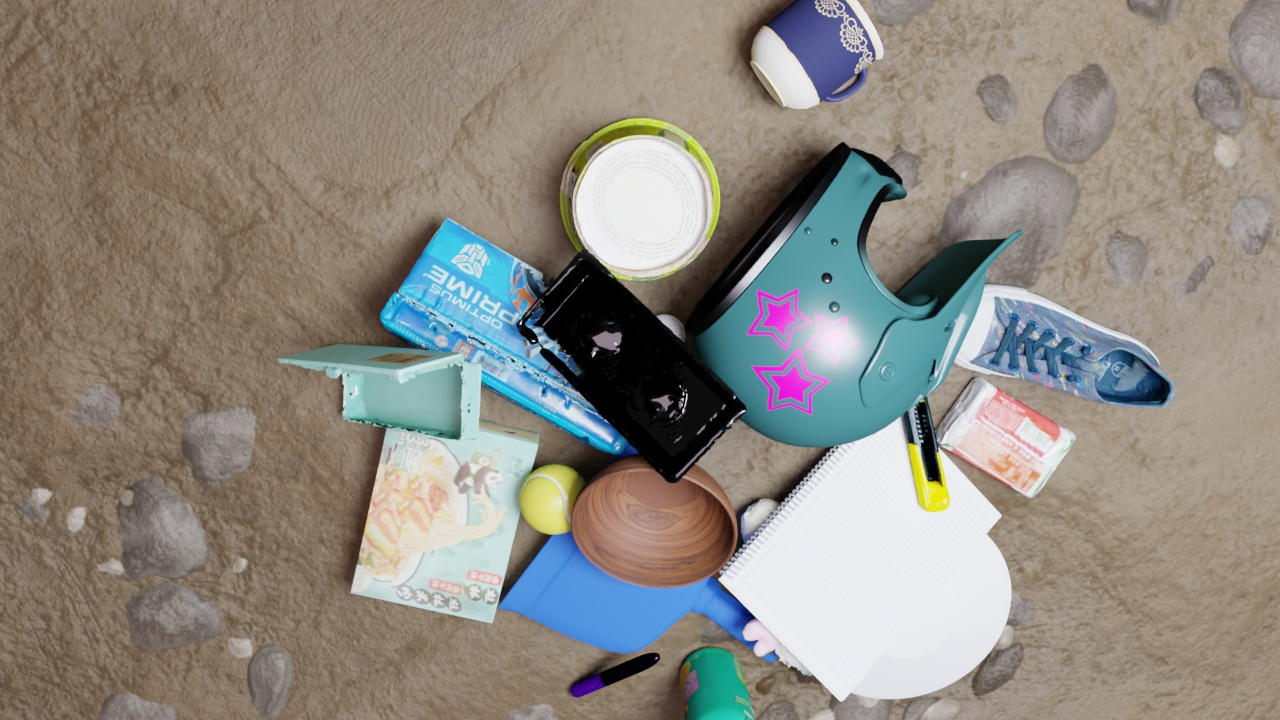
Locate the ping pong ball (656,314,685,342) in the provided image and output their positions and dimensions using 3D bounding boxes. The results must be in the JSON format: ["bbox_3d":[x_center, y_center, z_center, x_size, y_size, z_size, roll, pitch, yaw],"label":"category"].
[{"bbox_3d":[0.022,-0.023,0.862,0.040,0.040,0.040,0,104,-2],"label":"ping pong ball"}]

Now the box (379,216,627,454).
[{"bbox_3d":[-0.103,-0.019,0.844,0.243,0.094,0.115,31,81,-9],"label":"box"}]

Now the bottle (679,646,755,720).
[{"bbox_3d":[0.078,0.356,0.871,0.068,0.209,0.068,0,104,-2],"label":"bottle"}]

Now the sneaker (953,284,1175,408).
[{"bbox_3d":[0.390,-0.010,0.858,0.235,0.079,0.087,16,103,-6],"label":"sneaker"}]

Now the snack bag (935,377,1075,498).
[{"bbox_3d":[0.356,0.075,0.901,0.116,0.036,0.077,30,102,-9],"label":"snack bag"}]

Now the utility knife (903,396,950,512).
[{"bbox_3d":[0.270,0.062,0.889,0.028,0.020,0.172,-14,92,-15],"label":"utility knife"}]

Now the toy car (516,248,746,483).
[{"bbox_3d":[-0.005,0.005,0.781,0.191,0.071,0.094,44,97,8],"label":"toy car"}]

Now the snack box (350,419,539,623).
[{"bbox_3d":[-0.190,0.149,0.896,0.141,0.044,0.194,14,101,-7],"label":"snack box"}]

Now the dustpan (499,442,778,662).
[{"bbox_3d":[0.034,0.224,0.916,0.257,0.059,0.246,37,100,0],"label":"dustpan"}]

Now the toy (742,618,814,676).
[{"bbox_3d":[0.152,0.262,0.908,0.109,0.041,0.096,19,93,-21],"label":"toy"}]

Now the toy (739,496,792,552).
[{"bbox_3d":[0.133,0.179,0.910,0.112,0.050,0.087,-38,103,-12],"label":"toy"}]

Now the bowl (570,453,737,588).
[{"bbox_3d":[0.015,0.131,0.832,0.147,0.068,0.147,4,126,5],"label":"bowl"}]

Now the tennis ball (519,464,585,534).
[{"bbox_3d":[-0.080,0.129,0.856,0.065,0.065,0.065,0,104,-2],"label":"tennis ball"}]

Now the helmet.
[{"bbox_3d":[0.184,-0.046,0.798,0.200,0.176,0.274,40,89,-6],"label":"helmet"}]

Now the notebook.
[{"bbox_3d":[0.216,0.178,0.890,0.178,0.013,0.245,46,80,-7],"label":"notebook"}]

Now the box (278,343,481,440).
[{"bbox_3d":[-0.230,0.024,0.785,0.188,0.092,0.077,5,92,41],"label":"box"}]

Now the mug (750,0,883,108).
[{"bbox_3d":[0.151,-0.259,0.794,0.089,0.085,0.112,-37,138,9],"label":"mug"}]

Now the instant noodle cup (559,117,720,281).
[{"bbox_3d":[0.001,-0.137,0.804,0.146,0.097,0.146,0,104,-2],"label":"instant noodle cup"}]

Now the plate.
[{"bbox_3d":[0.270,0.259,0.938,0.229,0.030,0.230,0,108,-1],"label":"plate"}]

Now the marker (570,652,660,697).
[{"bbox_3d":[-0.025,0.318,0.929,0.018,0.015,0.134,23,136,-35],"label":"marker"}]
